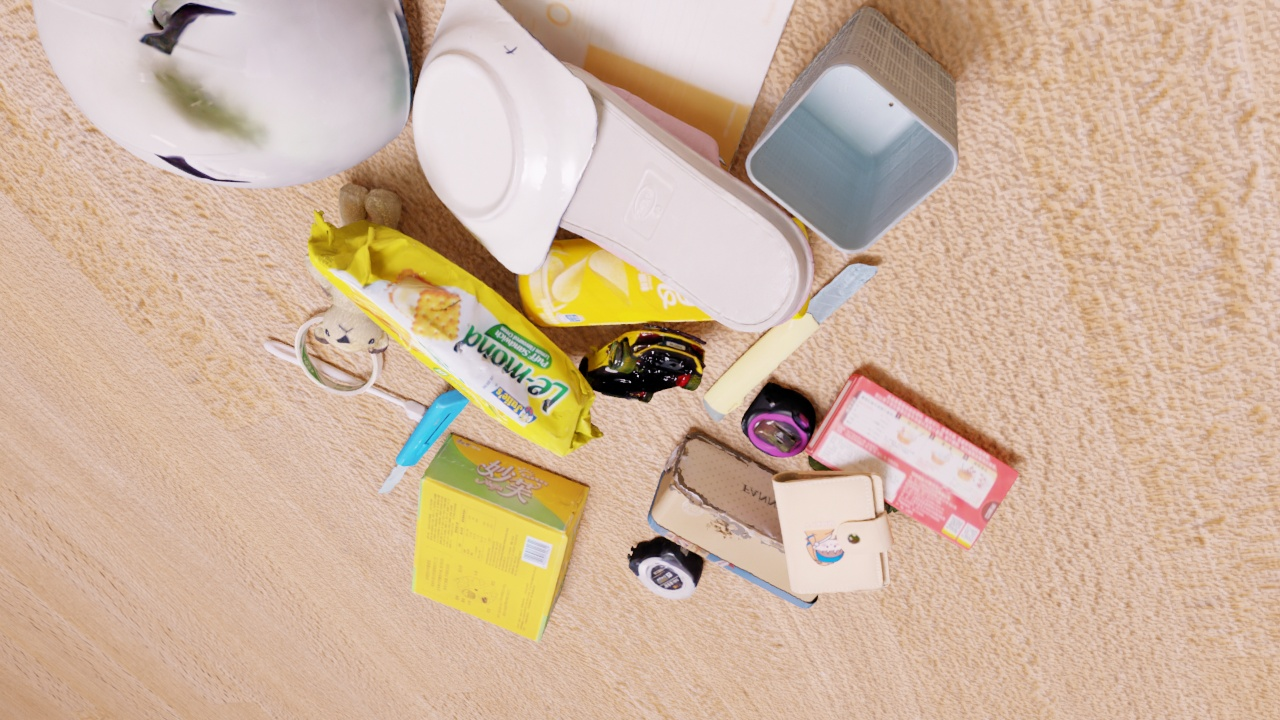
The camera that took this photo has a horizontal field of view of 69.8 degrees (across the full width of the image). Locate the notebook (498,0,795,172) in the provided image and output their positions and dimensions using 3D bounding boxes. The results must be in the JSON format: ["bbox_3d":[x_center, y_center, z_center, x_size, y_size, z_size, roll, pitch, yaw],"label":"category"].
[{"bbox_3d":[-0.016,-0.216,0.606,0.206,0.010,0.146,23,135,3],"label":"notebook"}]

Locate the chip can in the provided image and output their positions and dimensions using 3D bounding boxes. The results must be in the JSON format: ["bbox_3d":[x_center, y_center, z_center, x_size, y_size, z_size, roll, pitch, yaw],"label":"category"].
[{"bbox_3d":[0.016,-0.062,0.684,0.214,0.071,0.072,-2,127,24],"label":"chip can"}]

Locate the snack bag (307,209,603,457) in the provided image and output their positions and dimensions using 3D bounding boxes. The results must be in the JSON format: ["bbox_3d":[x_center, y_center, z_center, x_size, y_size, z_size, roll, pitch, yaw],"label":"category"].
[{"bbox_3d":[-0.146,-0.026,0.721,0.246,0.068,0.158,45,166,-34],"label":"snack bag"}]

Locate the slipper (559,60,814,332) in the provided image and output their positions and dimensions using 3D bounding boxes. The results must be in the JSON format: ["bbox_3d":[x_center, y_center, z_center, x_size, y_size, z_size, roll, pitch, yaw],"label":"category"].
[{"bbox_3d":[0.001,-0.115,0.615,0.274,0.054,0.114,35,126,21],"label":"slipper"}]

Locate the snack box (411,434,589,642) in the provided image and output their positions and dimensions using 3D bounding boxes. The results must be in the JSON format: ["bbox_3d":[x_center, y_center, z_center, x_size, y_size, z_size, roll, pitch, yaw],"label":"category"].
[{"bbox_3d":[-0.152,0.191,0.965,0.158,0.069,0.211,20,133,5],"label":"snack box"}]

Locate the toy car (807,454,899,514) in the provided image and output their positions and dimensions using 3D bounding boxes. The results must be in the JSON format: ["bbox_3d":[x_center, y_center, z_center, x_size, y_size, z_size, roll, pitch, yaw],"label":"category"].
[{"bbox_3d":[0.184,0.091,0.763,0.091,0.043,0.036,30,133,-6],"label":"toy car"}]

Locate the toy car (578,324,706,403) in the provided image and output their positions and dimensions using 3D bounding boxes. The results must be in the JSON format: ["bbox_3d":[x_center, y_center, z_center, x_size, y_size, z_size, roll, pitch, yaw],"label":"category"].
[{"bbox_3d":[-0.004,0.004,0.741,0.071,0.041,0.156,15,163,-20],"label":"toy car"}]

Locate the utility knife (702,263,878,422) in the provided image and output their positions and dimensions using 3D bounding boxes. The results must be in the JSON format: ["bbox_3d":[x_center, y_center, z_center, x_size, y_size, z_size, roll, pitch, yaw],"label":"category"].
[{"bbox_3d":[0.109,-0.010,0.724,0.031,0.022,0.217,34,139,-9],"label":"utility knife"}]

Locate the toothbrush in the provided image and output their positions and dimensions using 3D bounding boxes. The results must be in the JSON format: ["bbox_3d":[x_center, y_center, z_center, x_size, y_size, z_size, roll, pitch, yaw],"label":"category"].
[{"bbox_3d":[-0.293,0.020,0.916,0.180,0.016,0.016,24,139,0],"label":"toothbrush"}]

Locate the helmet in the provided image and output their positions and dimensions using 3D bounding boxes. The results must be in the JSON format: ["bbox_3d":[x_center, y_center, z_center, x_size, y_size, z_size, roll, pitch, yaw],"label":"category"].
[{"bbox_3d":[-0.302,-0.214,0.625,0.274,0.156,0.231,17,132,8],"label":"helmet"}]

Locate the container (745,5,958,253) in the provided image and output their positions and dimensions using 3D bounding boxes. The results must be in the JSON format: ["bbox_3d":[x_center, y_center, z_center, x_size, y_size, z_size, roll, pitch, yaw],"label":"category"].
[{"bbox_3d":[0.129,-0.141,0.542,0.090,0.111,0.090,36,132,-11],"label":"container"}]

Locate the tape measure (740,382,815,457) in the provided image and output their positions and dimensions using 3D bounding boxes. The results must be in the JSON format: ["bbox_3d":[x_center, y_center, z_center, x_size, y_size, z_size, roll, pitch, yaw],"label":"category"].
[{"bbox_3d":[0.115,0.053,0.760,0.058,0.039,0.057,30,133,-4],"label":"tape measure"}]

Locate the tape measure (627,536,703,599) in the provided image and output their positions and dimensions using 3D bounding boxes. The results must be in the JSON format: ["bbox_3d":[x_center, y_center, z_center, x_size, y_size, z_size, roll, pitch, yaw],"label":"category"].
[{"bbox_3d":[0.030,0.210,0.933,0.066,0.033,0.066,-22,115,36],"label":"tape measure"}]

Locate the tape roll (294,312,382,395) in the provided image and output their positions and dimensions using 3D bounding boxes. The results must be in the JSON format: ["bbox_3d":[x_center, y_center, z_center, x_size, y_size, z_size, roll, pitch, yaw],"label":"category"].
[{"bbox_3d":[-0.289,-0.006,0.881,0.086,0.013,0.086,6,119,11],"label":"tape roll"}]

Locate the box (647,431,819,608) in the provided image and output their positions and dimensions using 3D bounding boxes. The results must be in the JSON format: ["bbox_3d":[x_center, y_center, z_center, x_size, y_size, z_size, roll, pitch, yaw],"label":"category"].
[{"bbox_3d":[0.101,0.142,0.809,0.184,0.089,0.062,31,127,-3],"label":"box"}]

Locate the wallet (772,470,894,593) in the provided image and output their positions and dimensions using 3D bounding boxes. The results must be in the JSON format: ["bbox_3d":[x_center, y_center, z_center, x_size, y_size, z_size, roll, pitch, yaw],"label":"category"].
[{"bbox_3d":[0.156,0.138,0.728,0.087,0.024,0.115,-6,116,14],"label":"wallet"}]

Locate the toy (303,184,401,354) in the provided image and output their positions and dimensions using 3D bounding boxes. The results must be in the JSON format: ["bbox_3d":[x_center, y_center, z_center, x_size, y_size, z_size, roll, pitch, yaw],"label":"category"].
[{"bbox_3d":[-0.237,-0.075,0.779,0.105,0.066,0.157,13,119,-8],"label":"toy"}]

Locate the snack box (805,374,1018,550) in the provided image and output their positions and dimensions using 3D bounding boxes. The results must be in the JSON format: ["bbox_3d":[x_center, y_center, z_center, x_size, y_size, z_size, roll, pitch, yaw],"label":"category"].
[{"bbox_3d":[0.214,0.081,0.726,0.153,0.025,0.075,31,92,-5],"label":"snack box"}]

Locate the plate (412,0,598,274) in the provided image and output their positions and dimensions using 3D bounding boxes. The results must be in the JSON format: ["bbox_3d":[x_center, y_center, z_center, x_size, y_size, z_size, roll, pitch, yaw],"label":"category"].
[{"bbox_3d":[-0.109,-0.153,0.627,0.164,0.034,0.164,47,134,18],"label":"plate"}]

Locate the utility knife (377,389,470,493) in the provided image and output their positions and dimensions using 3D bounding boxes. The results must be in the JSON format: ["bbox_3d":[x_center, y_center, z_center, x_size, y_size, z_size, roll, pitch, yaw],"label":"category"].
[{"bbox_3d":[-0.229,0.090,0.940,0.219,0.034,0.018,-46,64,43],"label":"utility knife"}]
